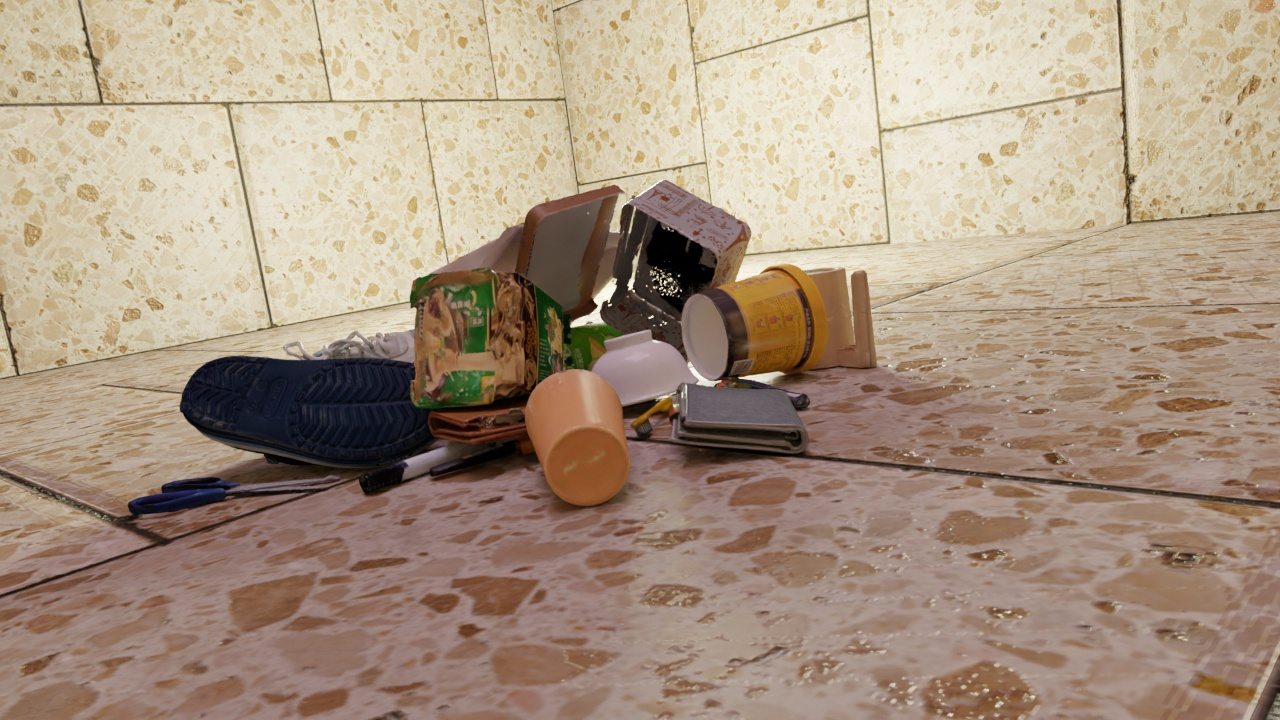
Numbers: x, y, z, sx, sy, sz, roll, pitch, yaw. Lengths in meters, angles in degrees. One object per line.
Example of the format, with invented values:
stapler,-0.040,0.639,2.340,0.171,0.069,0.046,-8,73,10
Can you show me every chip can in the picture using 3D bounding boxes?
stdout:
chip can,-0.088,-0.004,1.093,0.220,0.072,0.073,-13,10,-30

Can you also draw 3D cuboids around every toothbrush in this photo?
toothbrush,0.027,0.045,0.875,0.016,0.018,0.191,-26,0,21

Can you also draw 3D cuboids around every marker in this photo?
marker,-0.177,0.085,0.780,0.130,0.018,0.023,-18,0,-43
marker,-0.121,0.079,0.784,0.123,0.015,0.018,-15,7,-30

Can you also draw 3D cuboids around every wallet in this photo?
wallet,0.075,0.048,0.745,0.106,0.037,0.129,3,11,3
wallet,-0.105,0.049,0.799,0.131,0.031,0.108,-10,7,-31

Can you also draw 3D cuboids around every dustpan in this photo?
dustpan,-0.137,-0.058,1.108,0.274,0.138,0.222,-14,-6,42

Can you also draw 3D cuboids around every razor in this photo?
razor,0.109,0.029,0.875,0.042,0.022,0.143,-15,12,-31

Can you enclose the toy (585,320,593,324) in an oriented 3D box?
toy,-0.104,-0.008,1.166,0.108,0.084,0.039,-11,45,-4

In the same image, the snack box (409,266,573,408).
snack box,-0.130,-0.014,0.824,0.118,0.118,0.105,-4,-7,24

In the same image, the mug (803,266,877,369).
mug,0.204,-0.047,1.007,0.084,0.103,0.125,-13,10,-31

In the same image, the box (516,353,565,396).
box,-0.150,0.030,0.939,0.184,0.059,0.089,-6,22,-1

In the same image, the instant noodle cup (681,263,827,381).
instant noodle cup,0.114,-0.034,0.960,0.114,0.118,0.119,-13,11,-26

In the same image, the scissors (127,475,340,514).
scissors,-0.350,0.113,0.780,0.171,0.012,0.140,0,10,35

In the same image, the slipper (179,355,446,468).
slipper,-0.299,0.056,0.859,0.253,0.105,0.095,4,-26,5

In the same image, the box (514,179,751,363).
box,-0.005,-0.081,1.012,0.226,0.181,0.156,-23,56,-37

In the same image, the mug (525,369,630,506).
mug,-0.044,0.059,0.676,0.078,0.078,0.122,-9,15,-6

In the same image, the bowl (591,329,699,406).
bowl,-0.006,0.005,0.931,0.118,0.065,0.118,-15,4,1

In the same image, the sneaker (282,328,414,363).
sneaker,-0.307,0.004,0.971,0.241,0.091,0.089,-28,38,-24
